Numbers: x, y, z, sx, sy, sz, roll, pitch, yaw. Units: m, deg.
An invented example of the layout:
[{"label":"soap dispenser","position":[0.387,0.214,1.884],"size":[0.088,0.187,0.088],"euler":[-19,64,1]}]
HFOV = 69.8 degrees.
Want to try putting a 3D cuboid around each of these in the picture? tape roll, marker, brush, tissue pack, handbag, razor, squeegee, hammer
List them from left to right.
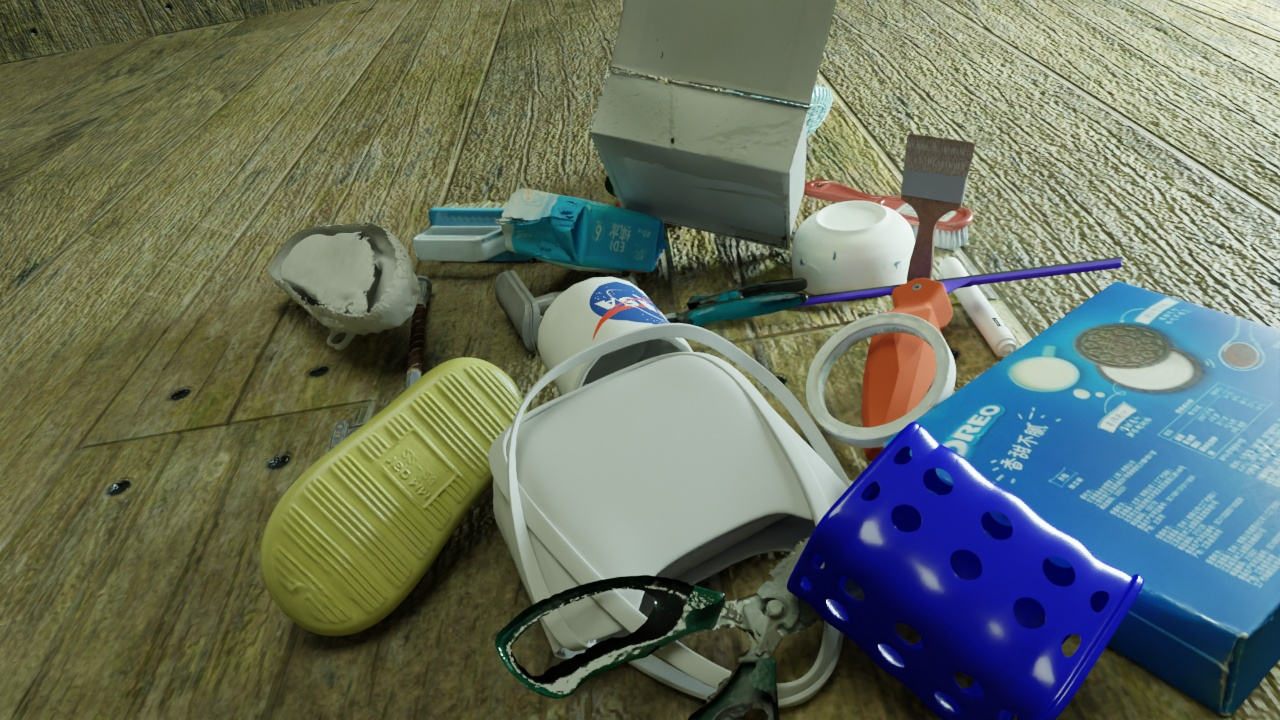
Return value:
[{"label":"hammer","position":[-0.184,-0.001,0.748],"size":[0.098,0.044,0.321],"euler":[-13,30,-4]},{"label":"brush","position":[-0.148,-0.122,0.905],"size":[0.136,0.055,0.075],"euler":[3,30,20]},{"label":"razor","position":[-0.058,-0.053,0.791],"size":[0.116,0.047,0.088],"euler":[-13,32,-18]},{"label":"tissue pack","position":[-0.052,-0.113,0.822],"size":[0.093,0.062,0.144],"euler":[18,10,36]},{"label":"handbag","position":[0.036,0.086,0.510],"size":[0.215,0.096,0.222],"euler":[-24,47,-19]},{"label":"tape roll","position":[0.149,0.011,0.577],"size":[0.093,0.013,0.092],"euler":[-20,48,24]},{"label":"brush","position":[0.220,-0.135,0.837],"size":[0.040,0.030,0.172],"euler":[-34,40,-31]},{"label":"squeegee","position":[0.182,-0.006,0.626],"size":[0.250,0.055,0.184],"euler":[-5,42,36]},{"label":"brush","position":[0.210,-0.096,0.676],"size":[0.045,0.143,0.008],"euler":[16,41,22]},{"label":"marker","position":[0.256,-0.041,0.696],"size":[0.020,0.017,0.133],"euler":[23,29,-16]}]

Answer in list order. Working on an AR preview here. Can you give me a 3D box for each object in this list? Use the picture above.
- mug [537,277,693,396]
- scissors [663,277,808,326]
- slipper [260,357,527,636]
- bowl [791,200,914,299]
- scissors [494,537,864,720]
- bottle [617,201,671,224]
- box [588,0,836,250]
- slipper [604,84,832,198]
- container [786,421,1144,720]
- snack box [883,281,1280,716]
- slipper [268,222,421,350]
[{"label":"mug","position":[-0.004,0.004,0.650],"size":[0.121,0.091,0.090],"euler":[14,21,-29]},{"label":"scissors","position":[0.065,-0.042,0.744],"size":[0.128,0.019,0.139],"euler":[-30,26,-27]},{"label":"slipper","position":[-0.151,0.077,0.565],"size":[0.190,0.091,0.082],"euler":[-50,13,-24]},{"label":"bowl","position":[0.179,-0.099,0.775],"size":[0.105,0.054,0.104],"euler":[-8,34,5]},{"label":"scissors","position":[0.048,0.151,0.425],"size":[0.209,0.015,0.154],"euler":[-16,55,-11]},{"label":"bottle","position":[0.060,-0.176,0.921],"size":[0.176,0.062,0.062],"euler":[-24,35,-20]},{"label":"box","position":[0.063,-0.293,0.670],"size":[0.167,0.508,0.148],"euler":[15,43,12]},{"label":"slipper","position":[0.082,-0.249,0.986],"size":[0.276,0.069,0.116],"euler":[-23,-11,-11]},{"label":"container","position":[0.138,0.100,0.410],"size":[0.113,0.085,0.084],"euler":[39,59,21]},{"label":"snack box","position":[0.287,0.052,0.507],"size":[0.238,0.056,0.196],"euler":[-29,37,-25]},{"label":"slipper","position":[-0.262,-0.067,0.819],"size":[0.247,0.074,0.112],"euler":[16,83,52]}]
